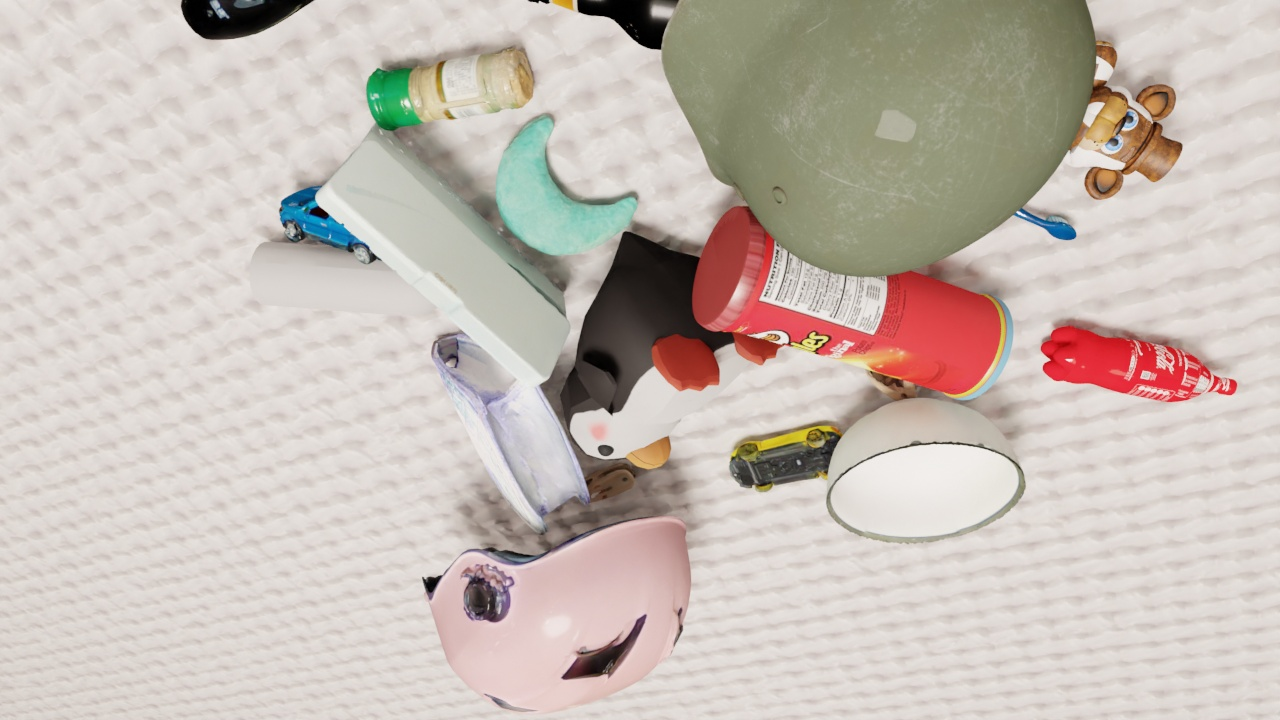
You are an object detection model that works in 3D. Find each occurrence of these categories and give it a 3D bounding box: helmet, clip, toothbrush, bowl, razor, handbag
[{"bbox_3d":[0.143,-0.133,0.506,0.226,0.153,0.268,-17,164,-15],"label":"helmet"},{"bbox_3d":[0.205,0.017,0.747,0.061,0.025,0.050,4,139,-2],"label":"clip"},{"bbox_3d":[0.243,-0.114,0.644,0.135,0.017,0.022,21,124,-3],"label":"toothbrush"},{"bbox_3d":[0.226,0.083,0.750,0.153,0.072,0.154,1,141,1],"label":"bowl"},{"bbox_3d":[-0.242,-0.244,0.596,0.141,0.063,0.053,-17,122,20],"label":"razor"},{"bbox_3d":[-0.111,0.056,0.787,0.069,0.126,0.159,-34,123,-18],"label":"handbag"},{"bbox_3d":[-0.034,0.115,0.868,0.061,0.049,0.026,-42,117,-12],"label":"clip"},{"bbox_3d":[-0.063,0.226,0.816,0.256,0.152,0.229,-28,156,30],"label":"helmet"}]

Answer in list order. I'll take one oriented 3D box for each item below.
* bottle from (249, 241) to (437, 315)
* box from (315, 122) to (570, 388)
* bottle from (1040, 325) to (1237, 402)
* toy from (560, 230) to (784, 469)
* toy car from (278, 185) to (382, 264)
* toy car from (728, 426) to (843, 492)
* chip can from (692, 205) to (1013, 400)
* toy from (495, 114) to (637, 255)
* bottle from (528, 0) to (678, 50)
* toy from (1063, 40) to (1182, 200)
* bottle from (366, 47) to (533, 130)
[{"bbox_3d":[-0.209,-0.064,0.738,0.195,0.052,0.053,5,128,7],"label":"bottle"},{"bbox_3d":[-0.127,-0.082,0.657,0.044,0.135,0.197,-34,115,25],"label":"box"},{"bbox_3d":[0.378,0.006,0.694,0.141,0.041,0.042,12,129,1],"label":"bottle"},{"bbox_3d":[-0.004,0.004,0.722,0.140,0.158,0.185,54,139,17],"label":"toy"},{"bbox_3d":[-0.217,-0.108,0.691,0.120,0.056,0.044,17,126,23],"label":"toy car"},{"bbox_3d":[0.129,0.086,0.808,0.107,0.030,0.049,-14,125,17],"label":"toy car"},{"bbox_3d":[0.150,-0.037,0.649,0.213,0.086,0.087,16,130,-18],"label":"chip can"},{"bbox_3d":[-0.062,-0.120,0.683,0.105,0.033,0.085,40,113,-19],"label":"toy"},{"bbox_3d":[0.019,-0.223,0.569,0.182,0.059,0.059,9,128,3],"label":"bottle"},{"bbox_3d":[0.284,-0.151,0.576,0.112,0.067,0.087,29,104,2],"label":"toy"},{"bbox_3d":[-0.132,-0.188,0.635,0.111,0.043,0.043,-5,126,13],"label":"bottle"}]
